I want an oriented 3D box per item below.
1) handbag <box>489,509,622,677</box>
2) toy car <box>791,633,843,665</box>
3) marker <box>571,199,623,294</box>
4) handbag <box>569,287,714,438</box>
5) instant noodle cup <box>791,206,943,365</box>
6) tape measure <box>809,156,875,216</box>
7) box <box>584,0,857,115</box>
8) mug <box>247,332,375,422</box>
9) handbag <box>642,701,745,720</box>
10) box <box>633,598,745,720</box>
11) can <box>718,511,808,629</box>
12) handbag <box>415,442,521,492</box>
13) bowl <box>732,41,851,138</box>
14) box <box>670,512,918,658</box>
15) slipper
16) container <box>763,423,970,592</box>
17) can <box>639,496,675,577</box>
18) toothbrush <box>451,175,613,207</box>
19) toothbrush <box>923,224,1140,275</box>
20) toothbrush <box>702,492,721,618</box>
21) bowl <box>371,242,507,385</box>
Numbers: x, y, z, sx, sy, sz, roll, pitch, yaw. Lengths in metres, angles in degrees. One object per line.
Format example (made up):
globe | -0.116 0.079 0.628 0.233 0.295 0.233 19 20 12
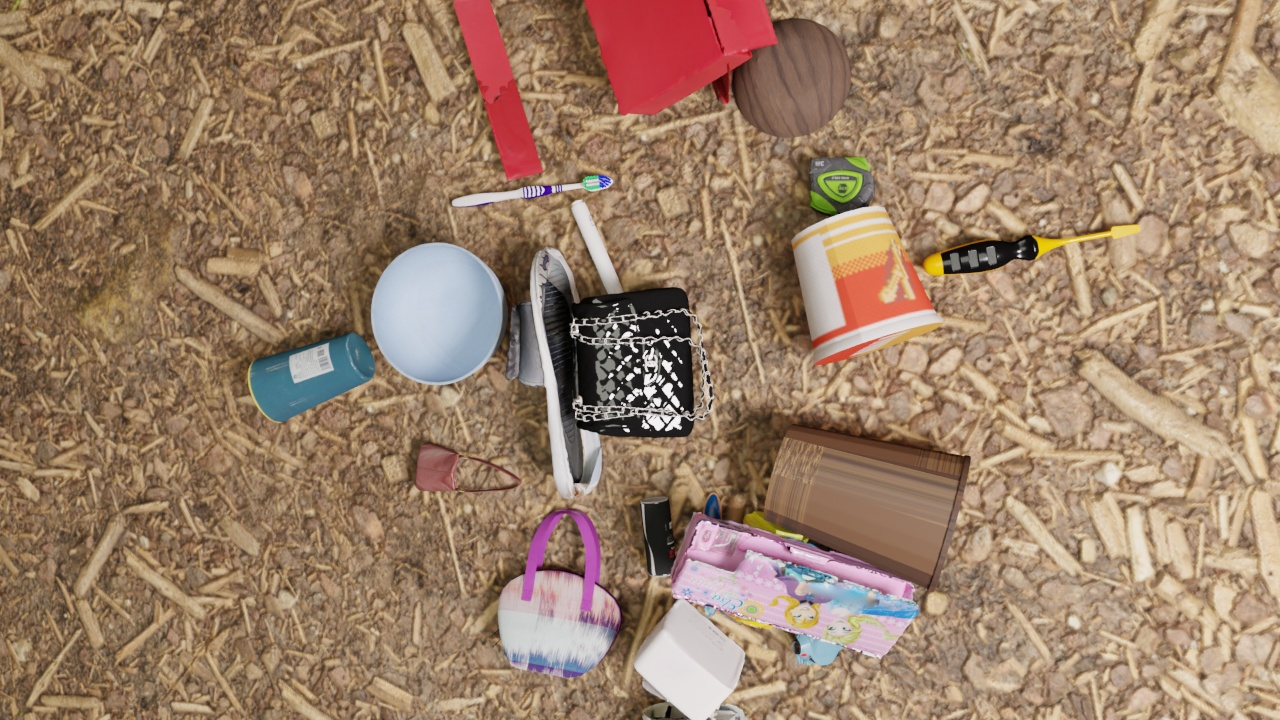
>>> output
handbag | -0.087 0.248 0.999 0.145 0.068 0.170 6 88 12
toy car | 0.186 0.258 0.930 0.060 0.027 0.108 0 94 -26
marker | -0.043 -0.111 0.982 0.017 0.020 0.133 -24 88 18
handbag | -0.005 0.005 0.917 0.125 0.115 0.154 -4 96 -17
instant noodle cup | 0.208 -0.072 0.879 0.123 0.123 0.121 -19 81 14
tape measure | 0.200 -0.172 0.913 0.066 0.036 0.058 5 85 17
box | 0.141 -0.392 0.828 0.426 0.128 0.212 -18 88 12
mug | -0.370 0.015 1.043 0.121 0.078 0.078 -20 89 10
handbag | 0.036 0.438 0.982 0.176 0.073 0.151 -8 90 33
box | 0.040 0.325 0.946 0.102 0.107 0.102 41 105 7
can | 0.124 0.214 0.937 0.068 0.067 0.105 19 98 12
handbag | -0.192 0.128 1.033 0.120 0.029 0.055 8 98 7
bowl | 0.150 -0.286 0.918 0.119 0.032 0.119 1 94 13
box | 0.147 0.219 0.872 0.230 0.063 0.084 19 97 -8
slipper | -0.096 0.015 0.962 0.063 0.111 0.264 -9 95 20
container | 0.215 0.132 0.885 0.167 0.132 0.132 16 97 18
can | 0.019 0.188 0.979 0.031 0.031 0.080 -6 92 14
toothbrush | -0.120 -0.183 0.998 0.187 0.016 0.015 -5 92 13
toothbrush | 0.372 -0.108 0.878 0.197 0.030 0.031 -10 96 11
toothbrush | 0.075 0.208 0.975 0.021 0.017 0.135 2 94 11
bowl | -0.207 -0.050 0.997 0.151 0.074 0.150 1 93 13
